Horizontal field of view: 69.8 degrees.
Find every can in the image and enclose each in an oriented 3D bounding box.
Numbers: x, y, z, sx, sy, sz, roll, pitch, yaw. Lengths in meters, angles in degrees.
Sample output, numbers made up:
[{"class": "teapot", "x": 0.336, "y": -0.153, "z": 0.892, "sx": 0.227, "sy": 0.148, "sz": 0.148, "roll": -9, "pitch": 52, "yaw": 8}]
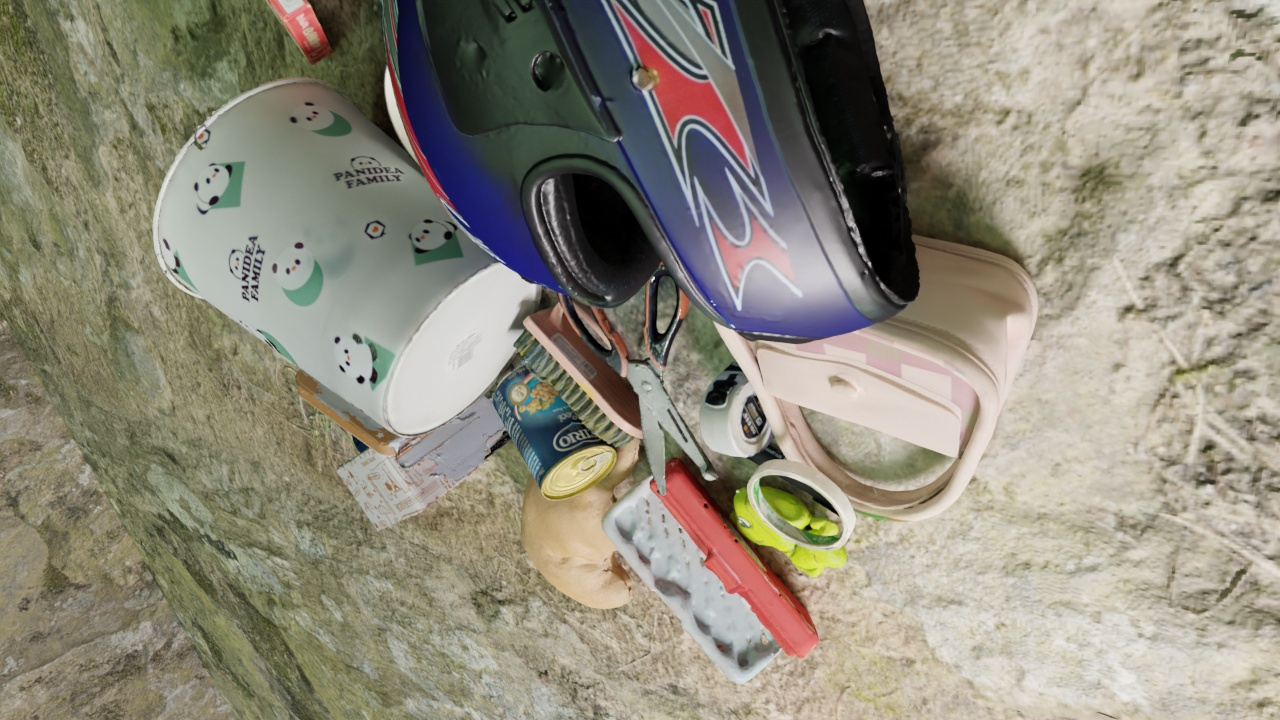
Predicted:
[{"class": "can", "x": -0.081, "y": 0.062, "z": 0.843, "sx": 0.111, "sy": 0.075, "sz": 0.075, "roll": 55, "pitch": 145, "yaw": 30}]

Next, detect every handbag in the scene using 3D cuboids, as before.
[{"class": "handbag", "x": 0.152, "y": 0.023, "z": 0.625, "sx": 0.193, "sy": 0.093, "sz": 0.234, "roll": 22, "pitch": 143, "yaw": 31}]

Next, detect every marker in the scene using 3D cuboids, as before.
[{"class": "marker", "x": 0.115, "y": 0.086, "z": 0.742, "sx": 0.132, "sy": 0.020, "sz": 0.022, "roll": 30, "pitch": 130, "yaw": 23}]

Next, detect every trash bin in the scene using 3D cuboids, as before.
[{"class": "trash bin", "x": -0.239, "y": -0.080, "z": 0.794, "sx": 0.252, "sy": 0.228, "sz": 0.230, "roll": 36, "pitch": 138, "yaw": 17}]

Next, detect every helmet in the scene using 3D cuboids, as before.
[{"class": "helmet", "x": -0.007, "y": -0.146, "z": 0.498, "sx": 0.241, "sy": 0.246, "sz": 0.315, "roll": -15, "pitch": 97, "yaw": 30}]

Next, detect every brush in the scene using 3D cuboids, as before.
[{"class": "brush", "x": -0.040, "y": 0.010, "z": 0.805, "sx": 0.145, "sy": 0.063, "sz": 0.073, "roll": 47, "pitch": 110, "yaw": 4}]

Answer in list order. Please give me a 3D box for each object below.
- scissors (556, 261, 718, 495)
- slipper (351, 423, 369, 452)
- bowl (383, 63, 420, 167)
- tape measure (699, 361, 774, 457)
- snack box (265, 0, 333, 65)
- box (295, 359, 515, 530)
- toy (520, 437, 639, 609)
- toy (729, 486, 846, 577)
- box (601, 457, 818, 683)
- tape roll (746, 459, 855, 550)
[{"class": "scissors", "x": 0.000, "y": -0.003, "z": 0.745, "sx": 0.189, "sy": 0.015, "sz": 0.226, "roll": 26, "pitch": 115, "yaw": 26}, {"class": "slipper", "x": -0.297, "y": 0.036, "z": 1.043, "sx": 0.105, "sy": 0.095, "sz": 0.253, "roll": 37, "pitch": 135, "yaw": 21}, {"class": "bowl", "x": -0.142, "y": -0.205, "z": 0.734, "sx": 0.116, "sy": 0.066, "sz": 0.117, "roll": 26, "pitch": 134, "yaw": 29}, {"class": "tape measure", "x": 0.076, "y": 0.041, "z": 0.708, "sx": 0.034, "sy": 0.065, "sz": 0.066, "roll": 4, "pitch": 121, "yaw": 43}, {"class": "snack box", "x": -0.303, "y": -0.306, "z": 0.781, "sx": 0.075, "sy": 0.025, "sz": 0.153, "roll": 56, "pitch": 173, "yaw": -11}, {"class": "box", "x": -0.224, "y": 0.037, "z": 0.902, "sx": 0.185, "sy": 0.182, "sz": 0.155, "roll": 55, "pitch": 140, "yaw": -3}, {"class": "toy", "x": -0.059, "y": 0.148, "z": 0.914, "sx": 0.143, "sy": 0.082, "sz": 0.226, "roll": 23, "pitch": 128, "yaw": 22}, {"class": "toy", "x": 0.121, "y": 0.139, "z": 0.766, "sx": 0.100, "sy": 0.031, "sz": 0.097, "roll": 47, "pitch": 140, "yaw": -1}, {"class": "box", "x": 0.056, "y": 0.192, "z": 0.810, "sx": 0.201, "sy": 0.101, "sz": 0.095, "roll": 50, "pitch": -176, "yaw": 2}, {"class": "tape roll", "x": 0.122, "y": 0.111, "z": 0.704, "sx": 0.086, "sy": 0.013, "sz": 0.086, "roll": 26, "pitch": 143, "yaw": 21}]
